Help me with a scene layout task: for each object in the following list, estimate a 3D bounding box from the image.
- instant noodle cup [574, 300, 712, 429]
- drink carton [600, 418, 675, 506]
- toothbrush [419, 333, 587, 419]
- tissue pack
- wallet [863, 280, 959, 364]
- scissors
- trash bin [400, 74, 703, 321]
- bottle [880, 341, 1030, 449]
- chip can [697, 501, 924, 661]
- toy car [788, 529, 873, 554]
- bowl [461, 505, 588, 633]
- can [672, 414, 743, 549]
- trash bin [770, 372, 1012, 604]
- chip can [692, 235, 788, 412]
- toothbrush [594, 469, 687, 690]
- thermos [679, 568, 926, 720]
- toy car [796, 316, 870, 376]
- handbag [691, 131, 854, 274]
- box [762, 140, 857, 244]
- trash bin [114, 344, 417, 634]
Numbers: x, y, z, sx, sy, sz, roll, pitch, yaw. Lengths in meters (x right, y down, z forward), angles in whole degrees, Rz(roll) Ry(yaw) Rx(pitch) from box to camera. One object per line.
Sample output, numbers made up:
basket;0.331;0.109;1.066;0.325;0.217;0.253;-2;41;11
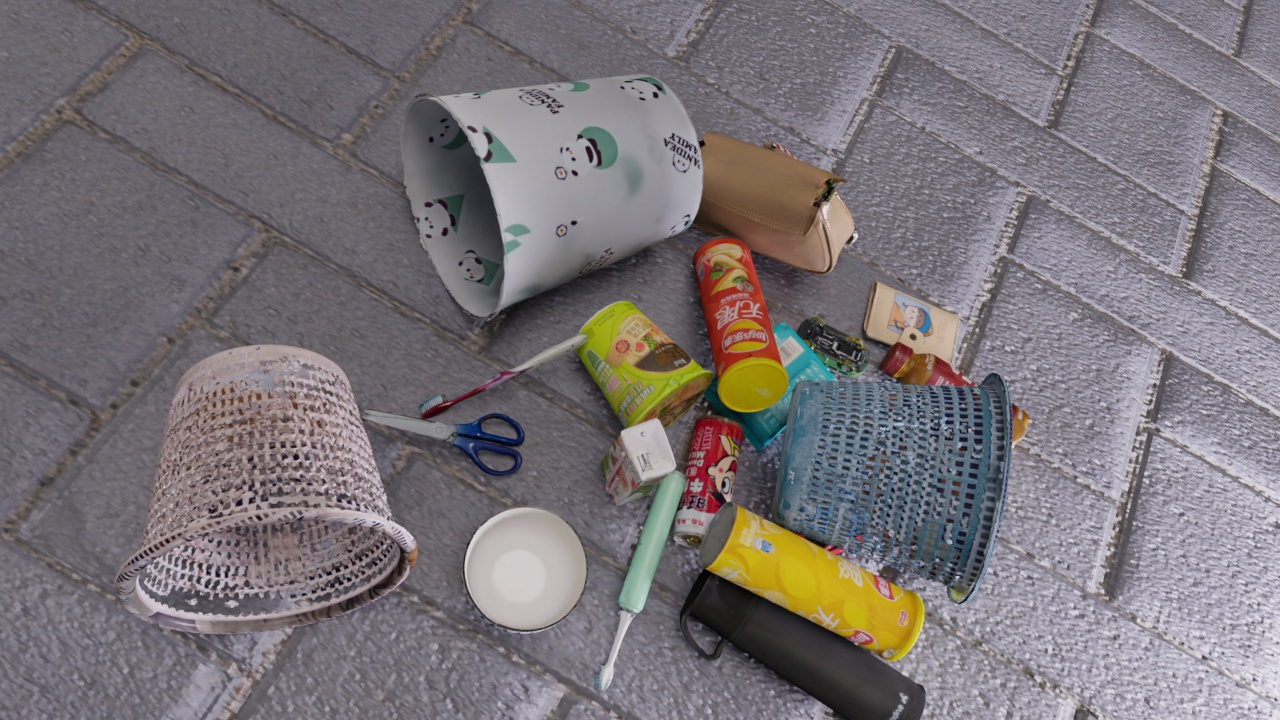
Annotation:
instant noodle cup;-0.006;0.006;0.966;0.111;0.112;0.123;-32;71;-25
drink carton;-0.006;0.104;0.909;0.045;0.123;0.053;-17;74;-19
toothbrush;-0.140;0.013;0.939;0.187;0.016;0.017;-26;63;-1
tissue pack;0.144;0.028;1.022;0.133;0.050;0.093;-38;82;-25
wallet;0.330;-0.040;1.119;0.115;0.024;0.087;23;58;-6
scissors;-0.189;0.061;0.906;0.174;0.012;0.107;40;53;-20
trash bin;-0.088;-0.188;0.966;0.251;0.230;0.229;-22;74;-28
bottle;0.364;0.040;1.072;0.175;0.058;0.057;32;63;0
chip can;0.163;0.211;0.880;0.213;0.072;0.071;28;63;-8
toy car;0.199;0.185;0.981;0.106;0.031;0.049;-12;70;-17
bowl;-0.113;0.202;0.869;0.116;0.066;0.116;6;66;-14
can;0.071;0.127;0.957;0.053;0.053;0.132;18;64;-7
trash bin;0.236;0.107;0.908;0.195;0.227;0.226;10;63;10
chip can;0.104;-0.045;0.990;0.073;0.073;0.216;7;43;-12
toothbrush;0.000;0.212;0.902;0.026;0.027;0.224;30;69;-26
thermos;0.154;0.296;0.907;0.242;0.068;0.090;31;89;2
toy car;0.222;-0.014;1.069;0.091;0.036;0.043;29;64;-3
handbag;0.142;-0.185;1.042;0.204;0.148;0.099;24;74;16
box;0.185;-0.185;1.122;0.088;0.076;0.162;-44;84;1
trash bin;-0.319;0.102;0.789;0.227;0.228;0.192;-6;57;-18
